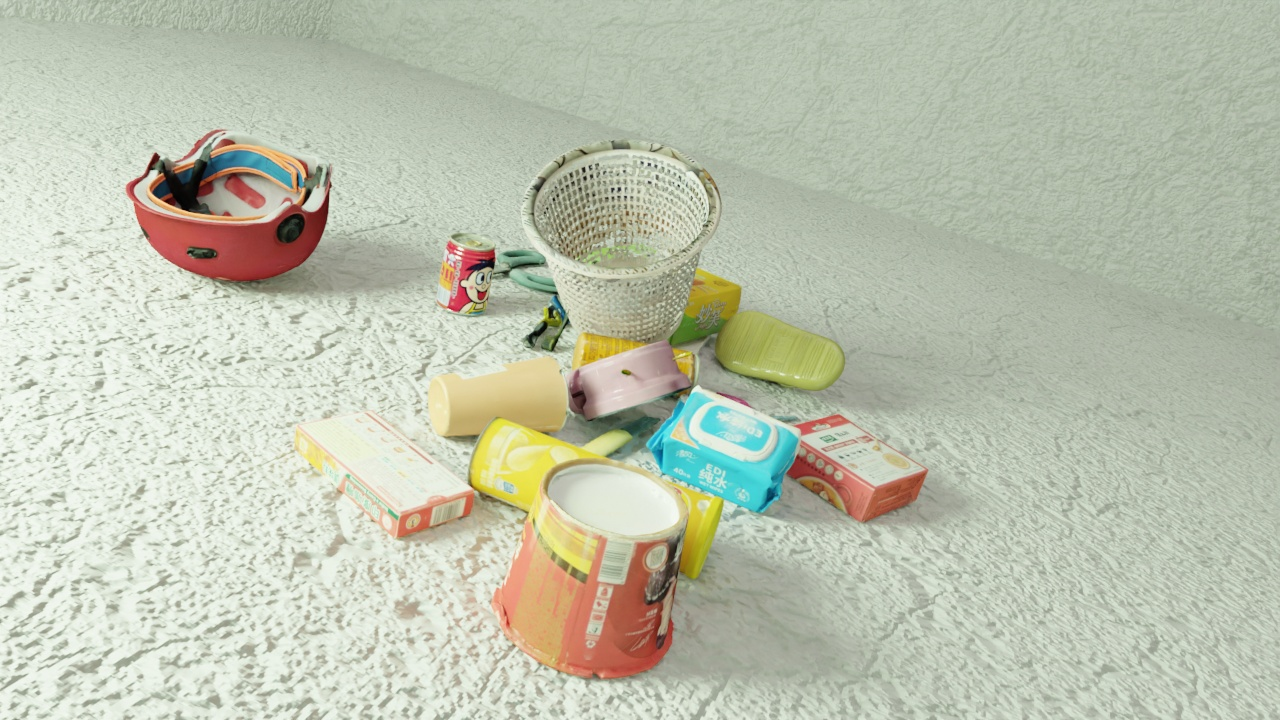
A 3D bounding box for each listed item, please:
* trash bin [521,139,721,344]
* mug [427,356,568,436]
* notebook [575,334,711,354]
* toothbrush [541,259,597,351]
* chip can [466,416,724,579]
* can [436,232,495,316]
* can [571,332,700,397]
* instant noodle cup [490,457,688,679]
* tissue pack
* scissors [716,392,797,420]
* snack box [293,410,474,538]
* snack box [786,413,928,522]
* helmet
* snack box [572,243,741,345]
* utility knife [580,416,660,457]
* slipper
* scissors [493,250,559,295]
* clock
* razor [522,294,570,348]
[{"bbox_3d":[-0.020,-0.122,1.110,0.227,0.192,0.227,-1,52,1],"label":"trash bin"},{"bbox_3d":[-0.142,0.039,0.908,0.122,0.078,0.078,-5,28,-32],"label":"mug"},{"bbox_3d":[0.011,-0.034,1.269,0.150,0.012,0.208,17,22,9],"label":"notebook"},{"bbox_3d":[-0.090,-0.075,1.205,0.017,0.012,0.185,8,44,15],"label":"toothbrush"},{"bbox_3d":[-0.039,0.116,0.786,0.213,0.072,0.071,18,22,12],"label":"chip can"},{"bbox_3d":[-0.226,-0.113,1.194,0.066,0.094,0.066,13,22,-5],"label":"can"},{"bbox_3d":[-0.006,0.006,1.092,0.146,0.058,0.058,10,22,-12],"label":"can"},{"bbox_3d":[-0.028,0.144,0.670,0.138,0.109,0.137,13,22,-5],"label":"instant noodle cup"},{"bbox_3d":[0.087,0.086,0.918,0.140,0.063,0.089,23,45,16],"label":"tissue pack"},{"bbox_3d":[0.141,0.067,1.100,0.133,0.017,0.135,1,23,-42],"label":"scissors"},{"bbox_3d":[-0.221,0.092,0.784,0.156,0.027,0.076,30,26,34],"label":"snack box"},{"bbox_3d":[0.226,0.114,0.996,0.113,0.044,0.127,-8,32,-43],"label":"snack box"},{"bbox_3d":[-0.487,-0.166,1.102,0.207,0.144,0.239,19,36,11],"label":"helmet"},{"bbox_3d":[0.016,-0.100,1.318,0.210,0.070,0.157,28,28,33],"label":"snack box"},{"bbox_3d":[-0.036,0.087,0.929,0.031,0.022,0.212,25,30,22],"label":"utility knife"},{"bbox_3d":[0.188,0.000,1.227,0.191,0.091,0.081,19,-20,37],"label":"slipper"},{"bbox_3d":[-0.172,-0.140,1.404,0.170,0.019,0.178,14,22,1],"label":"scissors"},{"bbox_3d":[-0.020,0.023,0.991,0.117,0.060,0.159,-18,-2,-35],"label":"clock"},{"bbox_3d":[-0.127,-0.043,1.189,0.042,0.022,0.142,57,23,-12],"label":"razor"}]
